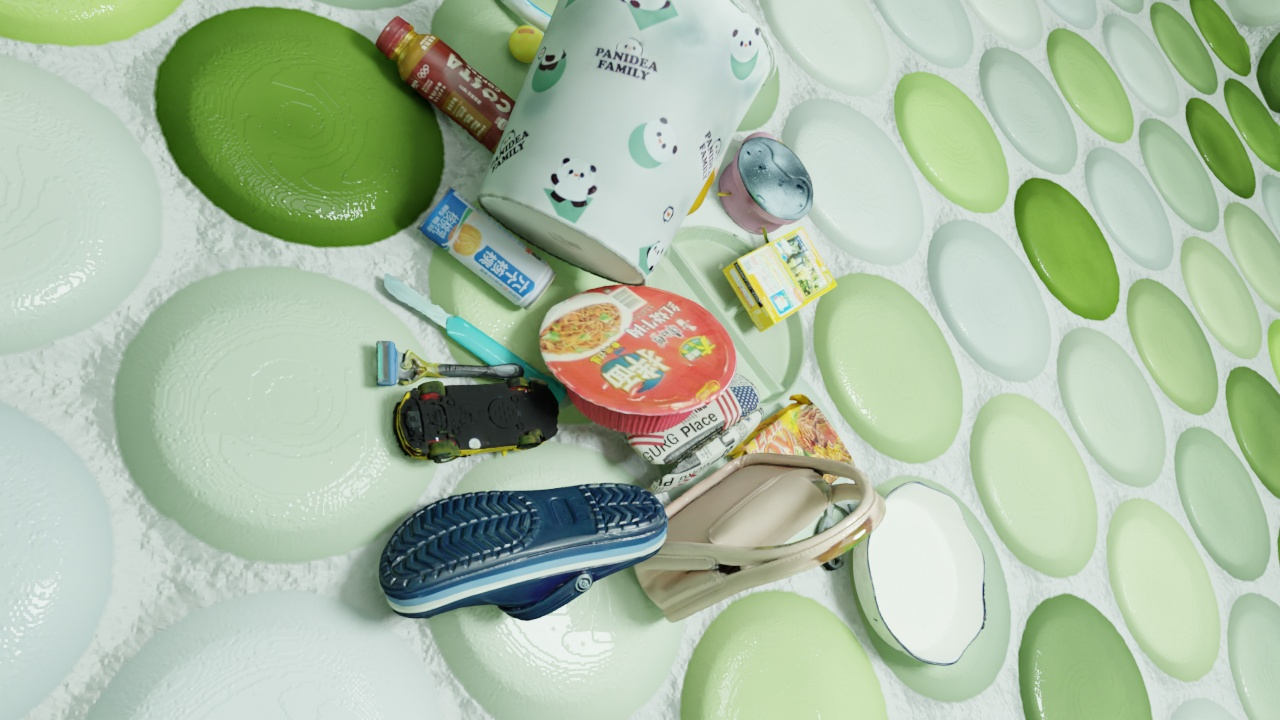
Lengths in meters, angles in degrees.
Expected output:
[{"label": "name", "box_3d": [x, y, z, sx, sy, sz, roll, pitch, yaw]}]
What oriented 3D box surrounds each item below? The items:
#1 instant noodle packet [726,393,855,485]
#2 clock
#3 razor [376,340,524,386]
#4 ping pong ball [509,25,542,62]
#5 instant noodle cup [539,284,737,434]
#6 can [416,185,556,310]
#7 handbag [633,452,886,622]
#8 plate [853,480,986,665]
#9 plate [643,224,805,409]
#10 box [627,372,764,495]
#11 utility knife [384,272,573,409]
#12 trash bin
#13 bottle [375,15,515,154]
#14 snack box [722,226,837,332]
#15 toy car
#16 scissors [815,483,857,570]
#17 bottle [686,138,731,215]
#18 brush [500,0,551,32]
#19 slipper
[{"label": "instant noodle packet", "box_3d": [0.167, 0.107, 1.018, 0.128, 0.044, 0.111, -32, 84, -30]}, {"label": "clock", "box_3d": [0.163, -0.228, 1.165, 0.117, 0.060, 0.158, 42, 54, -10]}, {"label": "razor", "box_3d": [-0.176, 0.008, 0.852, 0.142, 0.022, 0.042, 3, 73, -30]}, {"label": "ping pong ball", "box_3d": [-0.128, -0.358, 1.038, 0.040, 0.040, 0.040, 14, 62, -28]}, {"label": "instant noodle cup", "box_3d": [-0.005, 0.005, 0.906, 0.194, 0.066, 0.193, 6, 42, -5]}, {"label": "can", "box_3d": [-0.150, -0.109, 0.903, 0.134, 0.053, 0.053, 38, 53, -14]}, {"label": "handbag", "box_3d": [0.119, 0.154, 0.848, 0.192, 0.235, 0.093, -31, 96, -37]}, {"label": "plate", "box_3d": [0.318, 0.243, 1.053, 0.204, 0.046, 0.204, 12, 69, -35]}, {"label": "plate", "box_3d": [0.097, -0.049, 1.059, 0.230, 0.028, 0.229, 14, 62, -28]}, {"label": "box", "box_3d": [0.056, 0.068, 0.945, 0.162, 0.076, 0.087, -28, 82, -31]}, {"label": "utility knife", "box_3d": [-0.153, -0.016, 0.885, 0.222, 0.013, 0.029, 37, 56, -18]}, {"label": "trash bin", "box_3d": [-0.024, -0.225, 0.899, 0.229, 0.230, 0.251, 28, 84, -21]}, {"label": "bottle", "box_3d": [-0.191, -0.282, 0.951, 0.175, 0.058, 0.057, 38, 53, -14]}, {"label": "snack box", "box_3d": [0.168, -0.098, 1.092, 0.140, 0.034, 0.087, -30, 88, -39]}, {"label": "toy car", "box_3d": [-0.146, 0.055, 0.839, 0.155, 0.041, 0.071, -5, 72, -34]}, {"label": "scissors", "box_3d": [0.218, 0.160, 1.058, 0.181, 0.014, 0.159, 37, 51, -12]}, {"label": "bottle", "box_3d": [0.058, -0.230, 1.087, 0.068, 0.068, 0.189, 35, 54, -17]}, {"label": "brush", "box_3d": [-0.034, -0.357, 1.057, 0.109, 0.061, 0.314, -41, 83, -19]}, {"label": "slipper", "box_3d": [-0.098, 0.169, 0.793, 0.252, 0.105, 0.095, -9, 116, -23]}]
